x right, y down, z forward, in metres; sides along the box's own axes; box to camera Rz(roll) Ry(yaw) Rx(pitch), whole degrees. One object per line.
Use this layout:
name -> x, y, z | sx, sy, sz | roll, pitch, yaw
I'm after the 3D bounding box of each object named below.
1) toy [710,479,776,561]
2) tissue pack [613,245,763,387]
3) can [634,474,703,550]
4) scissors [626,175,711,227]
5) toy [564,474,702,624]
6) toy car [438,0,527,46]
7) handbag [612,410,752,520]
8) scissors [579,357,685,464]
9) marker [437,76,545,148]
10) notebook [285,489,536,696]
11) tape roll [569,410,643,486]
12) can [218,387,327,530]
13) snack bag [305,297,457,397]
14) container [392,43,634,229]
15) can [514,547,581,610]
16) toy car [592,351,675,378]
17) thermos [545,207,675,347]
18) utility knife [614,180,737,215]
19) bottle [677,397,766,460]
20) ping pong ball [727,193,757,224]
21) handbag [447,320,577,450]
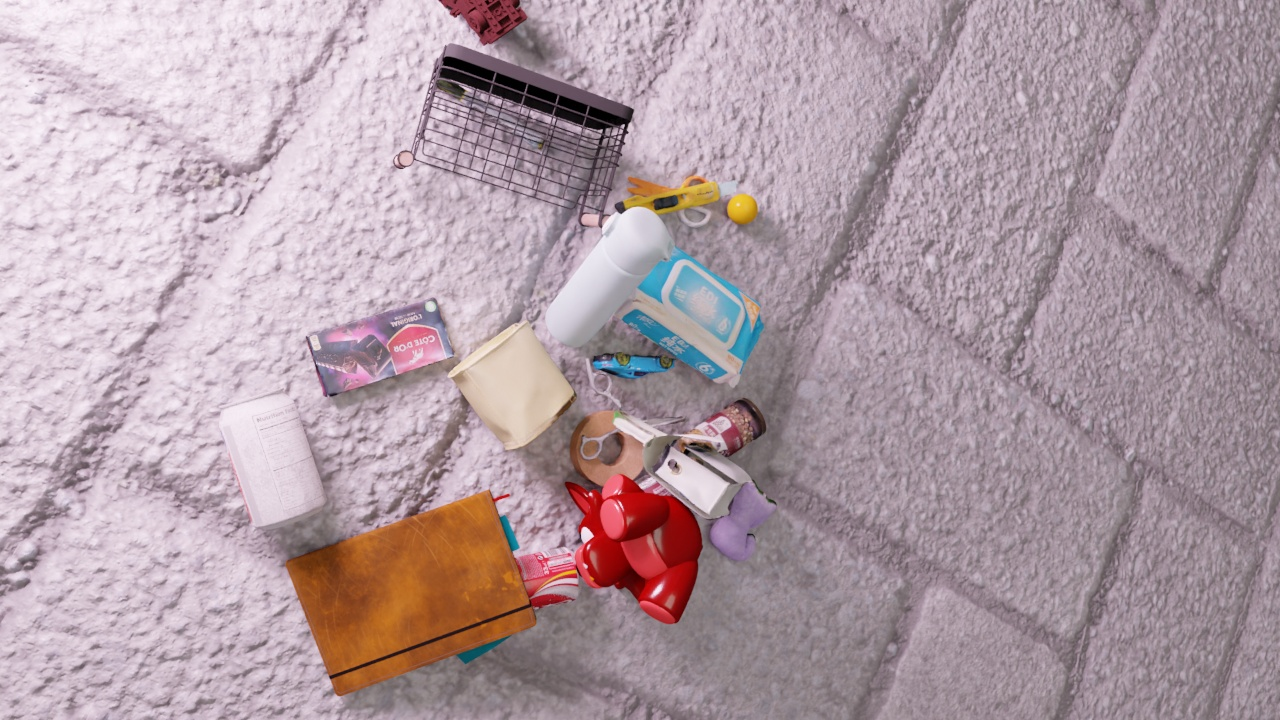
toy -> 0.136, 0.213, 1.203 | 0.080, 0.036, 0.099 | 45, 78, -25
tissue pack -> 0.066, -0.060, 1.156 | 0.209, 0.066, 0.116 | 34, 61, -20
can -> 0.029, 0.200, 1.143 | 0.063, 0.063, 0.114 | -28, 99, -21
scissors -> 0.037, -0.207, 1.186 | 0.131, 0.013, 0.073 | 2, 87, -23
toy -> -0.017, 0.210, 1.051 | 0.120, 0.198, 0.158 | -33, 101, -30
toy car -> -0.210, -0.447, 1.064 | 0.070, 0.062, 0.170 | -42, 103, -18
handbag -> 0.044, 0.104, 1.066 | 0.176, 0.151, 0.074 | 36, 93, 16
scissors -> -0.019, 0.066, 1.121 | 0.141, 0.014, 0.171 | -27, 103, -18
marker -> -0.179, -0.297, 1.097 | 0.146, 0.017, 0.017 | 28, 78, -19
notebook -> -0.240, 0.262, 1.016 | 0.249, 0.014, 0.178 | -19, 96, -3
tape roll -> -0.039, 0.109, 1.137 | 0.094, 0.027, 0.094 | 1, 88, -22
can -> -0.388, 0.103, 0.967 | 0.078, 0.078, 0.136 | -18, 95, -22
snack bag -> -0.294, -0.016, 1.043 | 0.155, 0.018, 0.074 | -20, 95, -23
container -> -0.138, -0.243, 1.022 | 0.241, 0.163, 0.130 | 15, 95, -19
can -> -0.127, 0.260, 1.077 | 0.104, 0.064, 0.064 | -7, 91, -22
toy car -> -0.007, 0.007, 1.142 | 0.105, 0.048, 0.032 | 1, 88, -23
thermos -> -0.039, -0.093, 1.045 | 0.078, 0.207, 0.065 | 32, 49, -11
utility knife -> 0.049, -0.208, 1.177 | 0.175, 0.017, 0.030 | -17, 107, -23
bottle -> 0.104, 0.097, 1.180 | 0.105, 0.056, 0.056 | -30, 100, -20
ping pong ball -> 0.135, -0.200, 1.210 | 0.040, 0.040, 0.040 | 1, 88, -22
handbag -> -0.145, 0.031, 1.072 | 0.111, 0.081, 0.119 | -41, 102, -26
